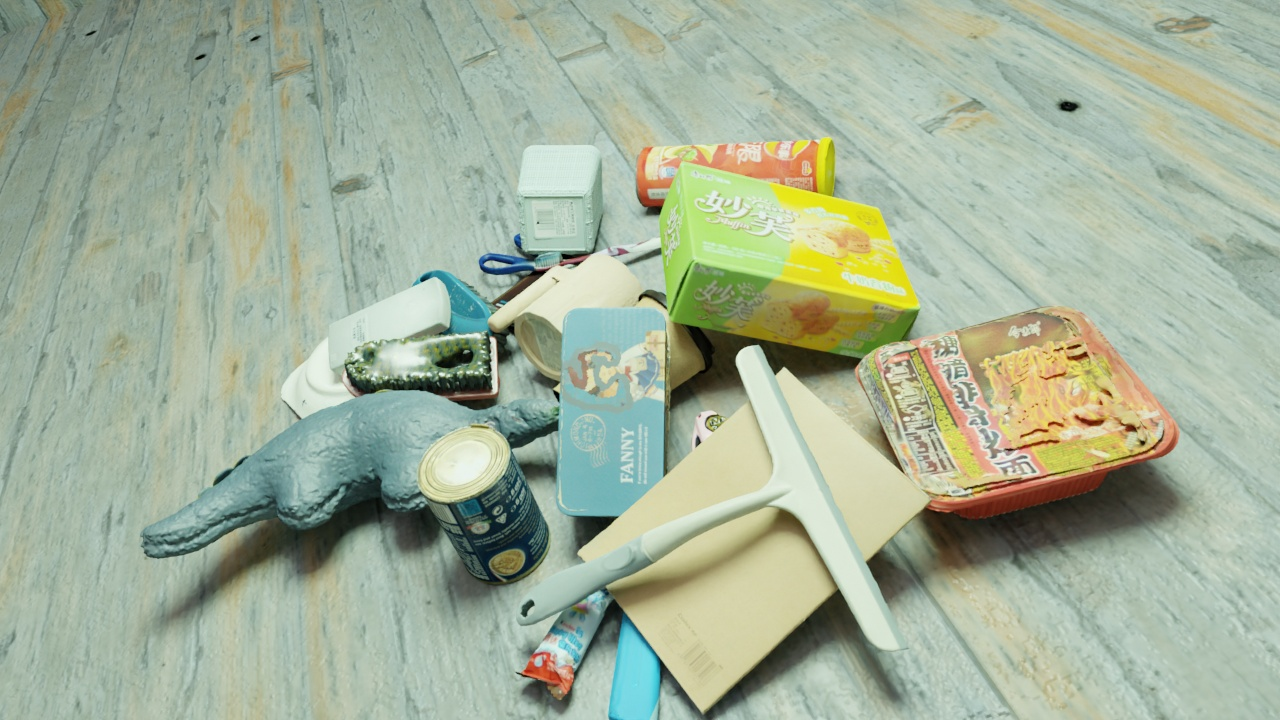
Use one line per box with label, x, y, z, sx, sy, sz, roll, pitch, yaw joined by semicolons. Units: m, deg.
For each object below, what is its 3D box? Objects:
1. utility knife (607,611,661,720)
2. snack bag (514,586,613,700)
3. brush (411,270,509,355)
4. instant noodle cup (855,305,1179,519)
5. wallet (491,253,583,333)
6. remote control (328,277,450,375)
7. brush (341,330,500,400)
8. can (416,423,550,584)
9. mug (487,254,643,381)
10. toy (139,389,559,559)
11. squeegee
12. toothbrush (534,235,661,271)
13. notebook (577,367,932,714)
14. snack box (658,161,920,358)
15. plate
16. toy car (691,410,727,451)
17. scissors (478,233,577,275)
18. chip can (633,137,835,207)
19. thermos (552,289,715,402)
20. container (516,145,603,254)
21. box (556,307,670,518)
utility knife;0.002;0.191;0.667;0.034;0.018;0.166;4;43;4
snack bag;-0.049;0.196;0.671;0.045;0.026;0.105;3;44;33
brush;-0.194;-0.052;0.942;0.144;0.073;0.055;39;104;44
instant noodle cup;0.275;0.044;0.691;0.189;0.079;0.164;-15;42;4
wallet;-0.097;-0.070;0.978;0.096;0.020;0.122;23;53;36
remote control;-0.248;-0.033;0.902;0.135;0.019;0.056;-22;59;15
brush;-0.208;0.014;0.871;0.146;0.069;0.063;-5;62;-5
can;-0.122;0.113;0.719;0.075;0.111;0.075;-9;43;8
mug;-0.072;-0.046;0.885;0.125;0.084;0.103;21;47;33
toy;-0.236;0.084;0.793;0.356;0.091;0.137;-16;22;-4
squeegee;0.015;0.129;0.642;0.247;0.039;0.246;-26;57;7
toothbrush;-0.023;-0.122;0.984;0.187;0.017;0.016;-14;35;-14
notebook;0.075;0.120;0.653;0.211;0.012;0.149;-42;56;-3
snack box;0.127;-0.089;0.824;0.210;0.070;0.157;11;41;-13
plate;-0.286;0.004;0.948;0.163;0.034;0.164;-40;47;-23
toy car;0.063;0.092;0.725;0.037;0.056;0.122;-13;42;-1
scissors;-0.100;-0.110;1.006;0.169;0.012;0.146;-2;37;14
chip can;0.103;-0.206;1.018;0.217;0.073;0.073;2;45;20
thermos;-0.005;0.005;0.822;0.143;0.093;0.093;-41;47;-12
container;-0.088;-0.175;1.011;0.090;0.090;0.111;-1;34;0
box;-0.020;0.049;0.741;0.090;0.059;0.184;-2;75;6
